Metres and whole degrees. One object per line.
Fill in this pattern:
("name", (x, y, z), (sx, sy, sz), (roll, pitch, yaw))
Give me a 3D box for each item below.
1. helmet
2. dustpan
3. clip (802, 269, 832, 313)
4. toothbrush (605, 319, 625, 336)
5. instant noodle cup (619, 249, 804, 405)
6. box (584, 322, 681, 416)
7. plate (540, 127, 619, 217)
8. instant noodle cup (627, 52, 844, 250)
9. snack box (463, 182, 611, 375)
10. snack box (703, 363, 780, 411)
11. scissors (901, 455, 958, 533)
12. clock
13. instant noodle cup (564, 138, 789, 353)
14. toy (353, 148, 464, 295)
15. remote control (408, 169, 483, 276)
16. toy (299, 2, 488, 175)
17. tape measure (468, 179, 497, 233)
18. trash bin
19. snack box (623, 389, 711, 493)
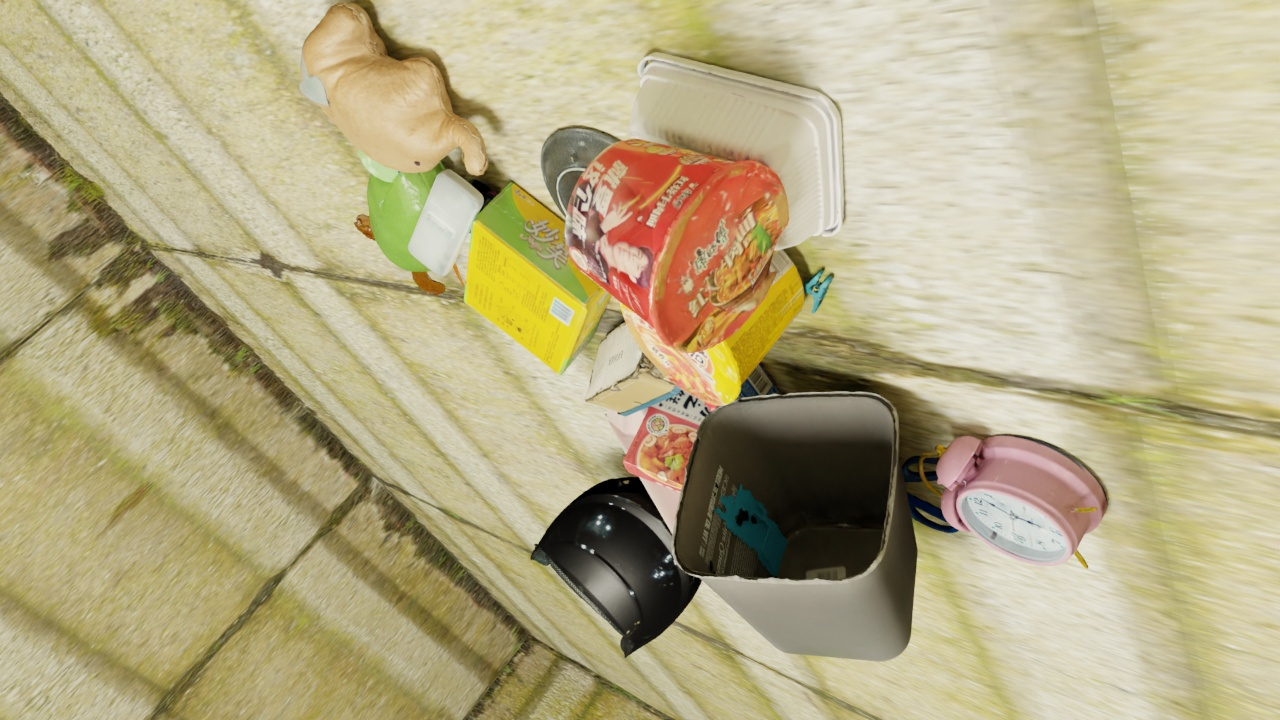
("helmet", (-0.013, 0.284, 1.365), (0.233, 0.231, 0.274), (45, -162, 7))
("dustpan", (0.018, 0.139, 1.171), (0.273, 0.138, 0.223), (30, 155, 18))
("clip", (0.150, -0.061, 0.792), (0.038, 0.013, 0.056), (37, 158, 4))
("toothbrush", (-0.010, -0.047, 1.044), (0.014, 0.016, 0.189), (31, 154, -11))
("instant noodle cup", (0.066, -0.048, 0.797), (0.138, 0.109, 0.138), (39, 155, 21))
("box", (-0.006, 0.006, 1.022), (0.059, 0.089, 0.185), (19, 163, -16))
("plate", (-0.029, -0.145, 0.884), (0.179, 0.024, 0.180), (32, 155, 17))
("instant noodle cup", (0.065, -0.150, 0.704), (0.173, 0.060, 0.138), (26, 153, 30))
("snack box", (-0.119, -0.087, 1.054), (0.157, 0.069, 0.210), (38, 156, 3))
("snack box", (0.141, 0.081, 0.997), (0.058, 0.057, 0.207), (6, 141, 55))
("scissors", (0.260, 0.127, 0.941), (0.176, 0.012, 0.163), (35, 149, -3))
("clock", (0.320, 0.119, 0.809), (0.159, 0.059, 0.117), (22, 150, 37))
("instant noodle cup", (0.019, -0.089, 0.647), (0.108, 0.137, 0.138), (32, 156, 35))
("toy", (-0.278, -0.176, 1.101), (0.227, 0.089, 0.247), (50, 153, 5))
("remote control", (-0.212, -0.148, 0.996), (0.056, 0.020, 0.136), (39, 137, -1))
("toy", (-0.244, -0.252, 0.927), (0.226, 0.082, 0.144), (38, 144, 0))
("tape measure", (-0.185, -0.169, 1.018), (0.039, 0.057, 0.057), (37, 134, -1))
("trash bin", (0.166, 0.171, 0.889), (0.199, 0.198, 0.220), (-3, 140, 27))
("snack box", (0.062, 0.094, 1.033), (0.127, 0.113, 0.044), (21, 160, 15))
